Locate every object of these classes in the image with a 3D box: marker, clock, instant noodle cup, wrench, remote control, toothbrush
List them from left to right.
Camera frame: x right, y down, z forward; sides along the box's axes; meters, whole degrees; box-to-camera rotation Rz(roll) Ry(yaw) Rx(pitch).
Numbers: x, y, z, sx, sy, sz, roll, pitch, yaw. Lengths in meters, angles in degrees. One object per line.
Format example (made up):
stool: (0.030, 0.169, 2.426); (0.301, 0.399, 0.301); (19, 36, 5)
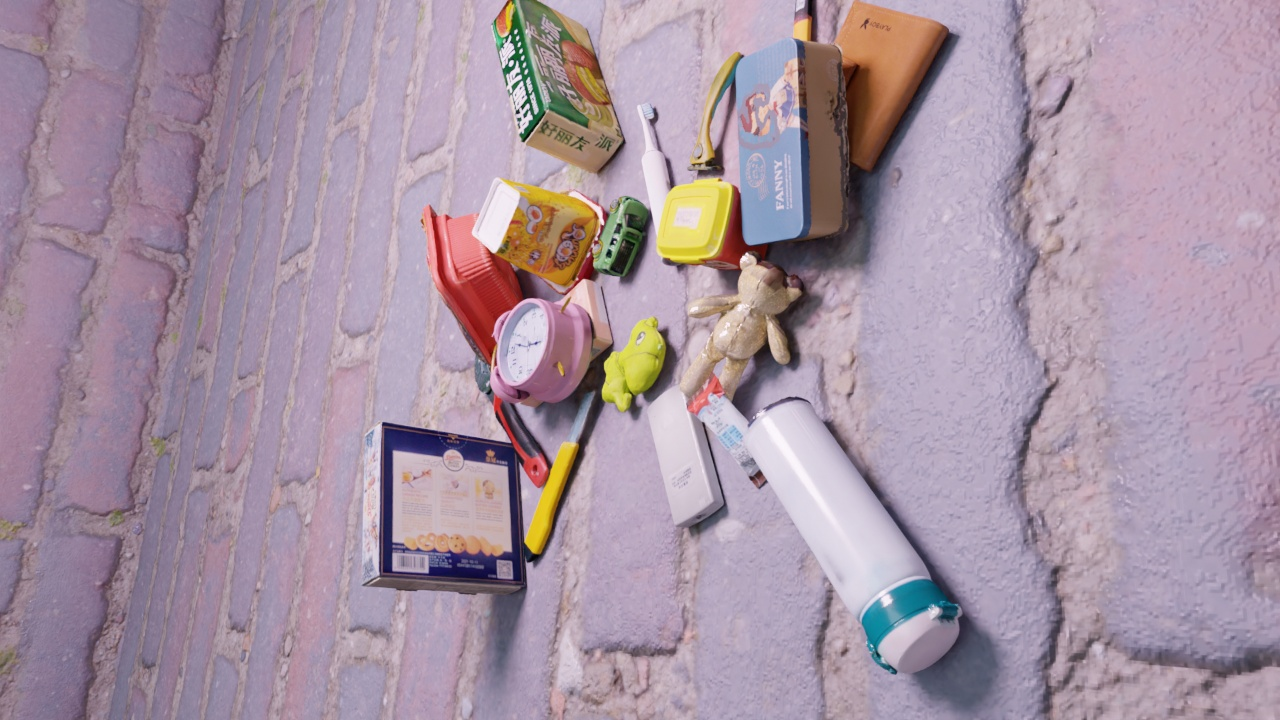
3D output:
instant noodle cup: (-0.205, -0.104, 1.151); (0.079, 0.164, 0.188); (-25, 44, 3)
wrench: (-0.164, 0.063, 1.140); (0.056, 0.016, 0.273); (-61, 38, 23)
clock: (-0.123, -0.010, 1.044); (0.159, 0.059, 0.117); (-18, 64, 47)
instant noodle cup: (-0.119, -0.152, 1.079); (0.116, 0.123, 0.116); (40, 109, 48)
toothbrush: (0.018, -0.200, 1.007); (0.026, 0.027, 0.220); (-13, 61, 6)
remote control: (0.042, 0.090, 0.887); (0.056, 0.019, 0.135); (-40, 50, 35)
marker: (0.160, -0.342, 0.895); (0.018, 0.015, 0.123); (-14, 65, 46)

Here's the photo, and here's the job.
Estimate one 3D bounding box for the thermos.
thermos: (0.156, 0.129, 0.700); (0.073, 0.073, 0.224); (-53, 44, 25)

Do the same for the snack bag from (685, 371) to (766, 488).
snack bag: (0.084, 0.062, 0.822); (0.104, 0.026, 0.048); (46, 120, 14)

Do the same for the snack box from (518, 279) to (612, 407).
snack box: (-0.096, -0.018, 1.084); (0.158, 0.026, 0.084); (-39, 51, 36)

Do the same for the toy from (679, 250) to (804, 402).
toy: (0.090, -0.020, 0.841); (0.105, 0.066, 0.157); (34, 112, 16)

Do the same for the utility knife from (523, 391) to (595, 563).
utility knife: (-0.090, 0.131, 1.033); (0.033, 0.015, 0.217); (35, 108, 51)

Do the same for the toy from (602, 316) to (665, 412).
toy: (-0.006, 0.006, 0.964); (0.100, 0.031, 0.096); (-17, 65, 51)

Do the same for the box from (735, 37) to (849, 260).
box: (0.132, -0.181, 0.802); (0.090, 0.060, 0.184); (-4, 88, 60)

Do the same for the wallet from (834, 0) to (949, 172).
wallet: (0.196, -0.242, 0.805); (0.108, 0.031, 0.132); (43, 111, 46)

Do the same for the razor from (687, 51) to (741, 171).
razor: (0.080, -0.261, 0.955); (0.043, 0.028, 0.132); (15, 88, 55)

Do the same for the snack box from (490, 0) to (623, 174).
snack box: (-0.106, -0.346, 1.136); (0.063, 0.114, 0.239); (-43, 47, 34)

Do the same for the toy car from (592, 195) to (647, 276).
toy car: (-0.020, -0.137, 1.019); (0.036, 0.043, 0.091); (29, 102, 53)

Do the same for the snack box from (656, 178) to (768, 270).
snack box: (0.073, -0.126, 0.874); (0.091, 0.080, 0.082); (9, 86, 51)

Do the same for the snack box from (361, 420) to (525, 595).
snack box: (-0.224, 0.171, 1.052); (0.046, 0.177, 0.182); (-36, 51, 42)
